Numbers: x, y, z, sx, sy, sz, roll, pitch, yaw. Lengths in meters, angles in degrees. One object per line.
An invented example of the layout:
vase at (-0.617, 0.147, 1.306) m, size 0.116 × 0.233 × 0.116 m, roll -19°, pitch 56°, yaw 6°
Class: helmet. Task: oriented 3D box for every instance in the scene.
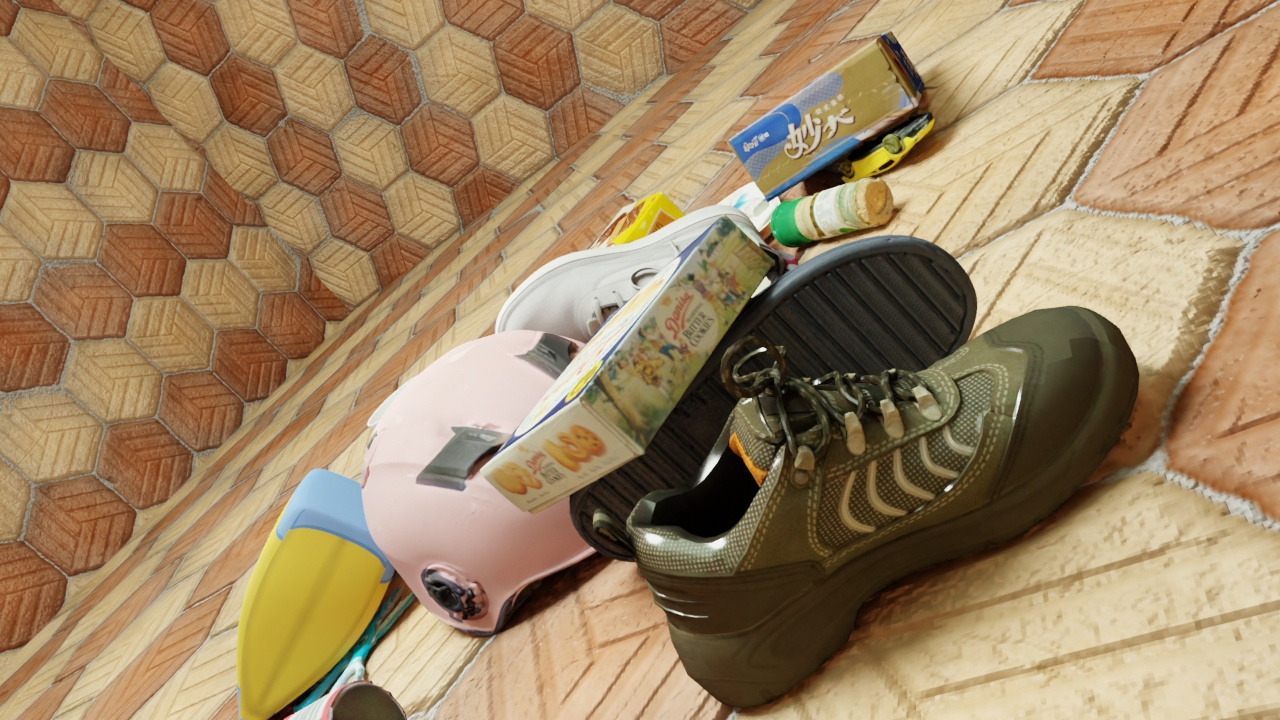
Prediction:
helmet at (-0.101, 0.066, 0.680) m, size 0.256 × 0.152 × 0.229 m, roll -4°, pitch 36°, yaw 52°

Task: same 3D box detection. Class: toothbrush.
toothbrush at (0.060, -0.096, 0.879) m, size 0.181 × 0.016 × 0.018 m, roll -45°, pitch 25°, yaw -15°

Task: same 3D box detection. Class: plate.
plate at (0.066, -0.114, 0.962) m, size 0.187 × 0.016 × 0.186 m, roll -36°, pitch 19°, yaw 12°

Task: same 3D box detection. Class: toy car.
toy car at (0.216, -0.186, 0.806) m, size 0.049 × 0.030 × 0.107 m, roll -41°, pitch 8°, yaw -25°

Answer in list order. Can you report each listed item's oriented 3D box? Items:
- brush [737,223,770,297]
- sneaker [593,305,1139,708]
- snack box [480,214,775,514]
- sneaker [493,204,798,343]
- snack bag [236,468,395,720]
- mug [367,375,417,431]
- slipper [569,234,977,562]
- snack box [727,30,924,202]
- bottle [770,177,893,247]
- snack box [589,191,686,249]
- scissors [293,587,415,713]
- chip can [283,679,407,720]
brush at (0.091, -0.049, 0.679) m, size 0.033 × 0.012 × 0.217 m, roll -9°, pitch 36°, yaw -6°
sneaker at (0.081, 0.027, 0.398) m, size 0.238 × 0.143 × 0.101 m, roll -38°, pitch 18°, yaw 4°
snack box at (-0.009, 0.006, 0.503) m, size 0.144 × 0.042 × 0.145 m, roll -52°, pitch 9°, yaw -34°
sneaker at (0.007, -0.051, 0.780) m, size 0.262 × 0.097 × 0.129 m, roll -24°, pitch 25°, yaw -14°
snack bag at (-0.289, 0.211, 0.783) m, size 0.205 × 0.102 × 0.159 m, roll -63°, pitch 15°, yaw -2°
mug at (-0.235, 0.064, 1.027) m, size 0.081 × 0.087 × 0.114 m, roll -25°, pitch 23°, yaw 38°
slipper at (0.064, 0.015, 0.536) m, size 0.264 × 0.101 × 0.082 m, roll -39°, pitch 19°, yaw 16°
snack box at (0.184, -0.238, 0.877) m, size 0.155 × 0.069 × 0.202 m, roll -30°, pitch 9°, yaw 27°
bottle at (0.158, -0.122, 0.761) m, size 0.043 × 0.043 × 0.111 m, roll -49°, pitch 21°, yaw -24°
snack box at (-0.044, -0.061, 0.933) m, size 0.230 × 0.061 × 0.110 m, roll -53°, pitch 18°, yaw -14°
scissors at (-0.232, 0.236, 0.745) m, size 0.115 × 0.013 × 0.140 m, roll -32°, pitch 21°, yaw 33°
chip can at (-0.246, 0.278, 0.578) m, size 0.233 × 0.073 × 0.073 m, roll -33°, pitch 19°, yaw 19°
